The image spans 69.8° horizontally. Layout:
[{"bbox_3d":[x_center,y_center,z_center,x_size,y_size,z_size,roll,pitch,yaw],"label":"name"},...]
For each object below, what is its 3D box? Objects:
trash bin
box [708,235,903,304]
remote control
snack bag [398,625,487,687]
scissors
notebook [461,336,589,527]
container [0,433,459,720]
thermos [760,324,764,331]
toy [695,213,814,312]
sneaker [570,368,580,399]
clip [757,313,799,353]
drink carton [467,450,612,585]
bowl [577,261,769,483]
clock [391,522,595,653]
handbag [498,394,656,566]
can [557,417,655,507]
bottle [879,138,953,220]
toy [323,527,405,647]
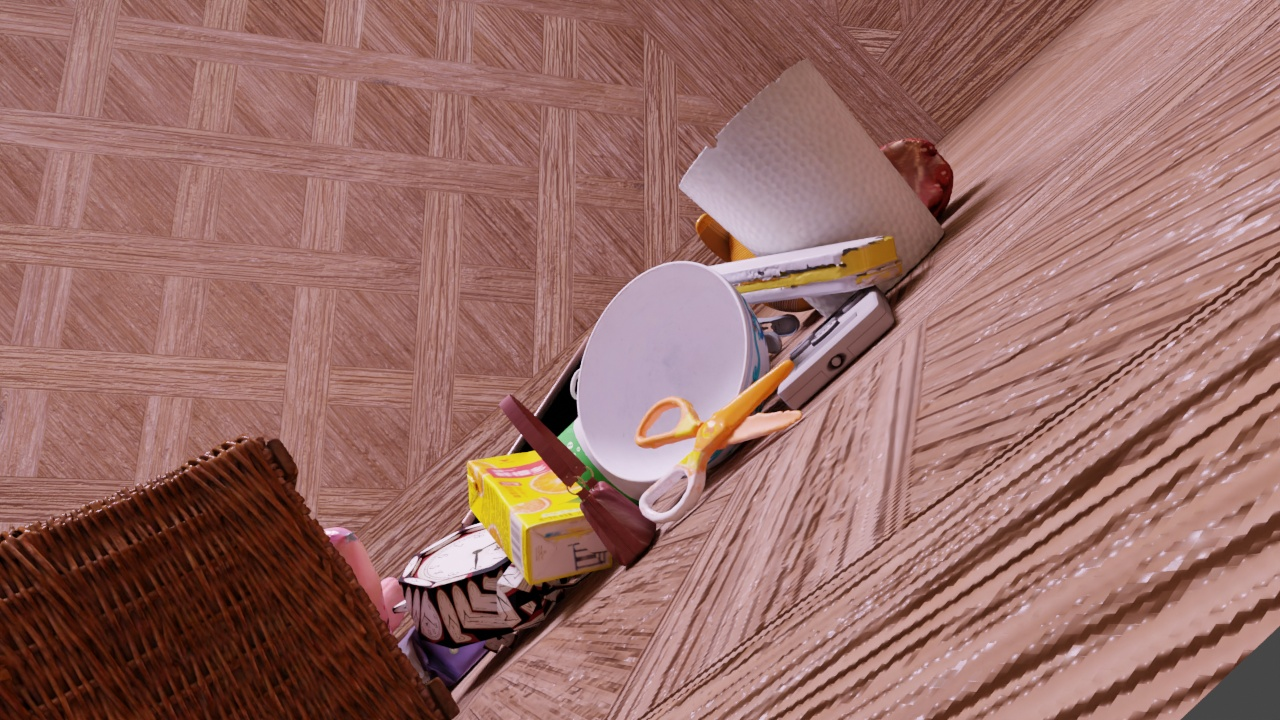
[{"bbox_3d":[0.132,-0.118,0.689,0.133,0.161,0.133,-43,-2,-2],"label":"trash bin"},{"bbox_3d":[0.081,-0.057,0.645,0.064,0.033,0.210,-21,10,-41],"label":"box"},{"bbox_3d":[0.120,-0.015,0.567,0.074,0.019,0.150,-44,-2,16],"label":"remote control"},{"bbox_3d":[-0.130,0.206,0.810,0.204,0.058,0.097,-43,-2,-41],"label":"snack bag"},{"bbox_3d":[0.041,0.049,0.507,0.133,0.012,0.096,-18,56,45],"label":"scissors"},{"bbox_3d":[-0.103,0.091,0.860,0.208,0.008,0.142,-58,-9,-29],"label":"notebook"},{"bbox_3d":[-0.231,0.175,0.492,0.182,0.250,0.163,-31,-8,-30],"label":"container"},{"bbox_3d":[0.055,0.032,1.102,0.239,0.073,0.073,-43,-2,-8],"label":"thermos"},{"bbox_3d":[0.165,-0.122,0.972,0.203,0.199,0.162,50,-136,-76],"label":"toy"},{"bbox_3d":[-0.005,0.005,0.764,0.243,0.090,0.089,3,75,62],"label":"sneaker"},{"bbox_3d":[0.099,-0.034,1.029,0.167,0.028,0.127,-5,24,28],"label":"clip"},{"bbox_3d":[-0.071,0.102,0.619,0.058,0.043,0.135,-7,15,-25],"label":"drink carton"},{"bbox_3d":[0.034,0.015,0.603,0.074,0.143,0.144,21,-56,-43],"label":"bowl"},{"bbox_3d":[-0.091,0.159,0.651,0.155,0.065,0.114,-12,12,25],"label":"clock"},{"bbox_3d":[-0.040,0.067,0.540,0.029,0.119,0.055,-44,-2,4],"label":"handbag"},{"bbox_3d":[-0.058,0.114,0.747,0.140,0.088,0.087,-44,-2,12],"label":"can"},{"bbox_3d":[0.214,-0.145,0.791,0.099,0.099,0.111,-44,-6,11],"label":"bottle"},{"bbox_3d":[-0.212,0.219,0.659,0.191,0.097,0.237,-89,7,-64],"label":"toy"}]
